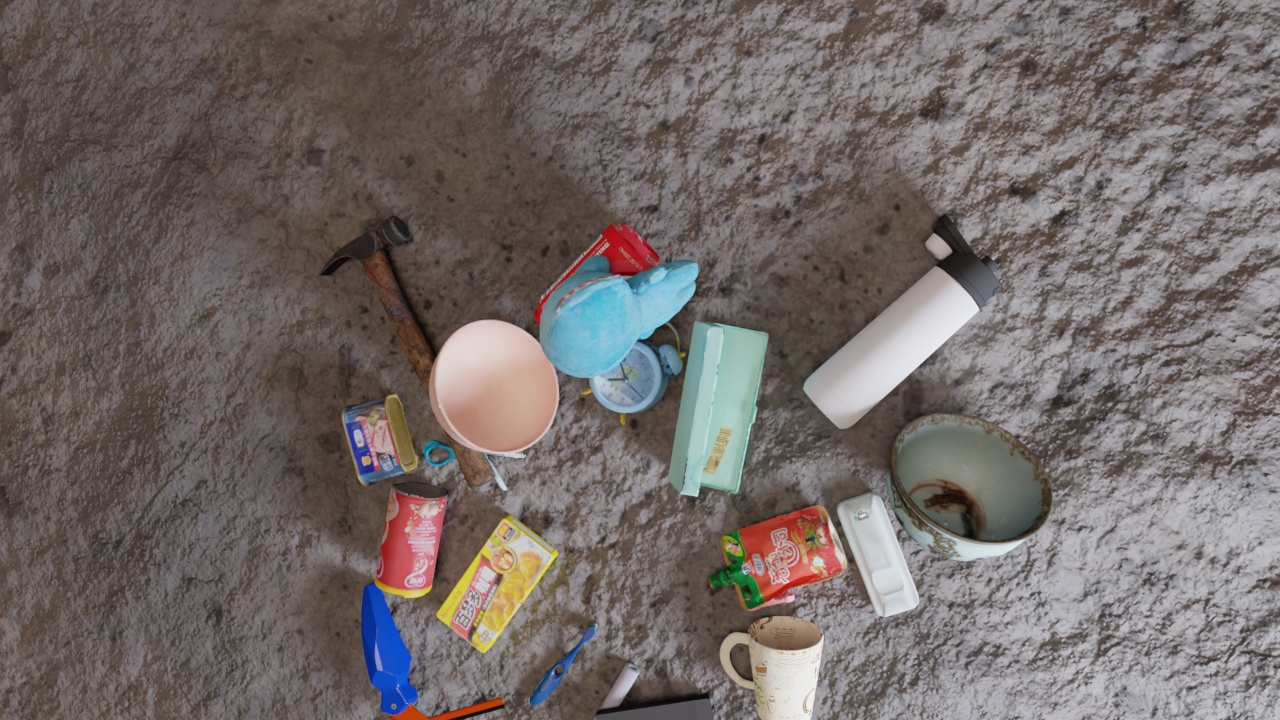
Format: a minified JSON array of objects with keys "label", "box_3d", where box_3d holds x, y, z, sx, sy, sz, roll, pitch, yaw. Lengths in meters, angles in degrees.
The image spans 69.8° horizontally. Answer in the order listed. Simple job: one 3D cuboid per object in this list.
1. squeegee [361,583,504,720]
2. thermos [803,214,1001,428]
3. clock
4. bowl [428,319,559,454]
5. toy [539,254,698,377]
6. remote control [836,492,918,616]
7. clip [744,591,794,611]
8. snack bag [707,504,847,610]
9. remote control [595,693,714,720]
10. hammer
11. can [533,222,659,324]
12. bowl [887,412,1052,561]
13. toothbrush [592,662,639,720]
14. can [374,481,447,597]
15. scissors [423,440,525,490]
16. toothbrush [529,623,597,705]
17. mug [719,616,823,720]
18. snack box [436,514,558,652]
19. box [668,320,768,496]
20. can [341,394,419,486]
[{"label":"squeegee","box_3d":[-0.305,0.362,1.110,0.250,0.055,0.184,-20,79,12]},{"label":"thermos","box_3d":[0.265,-0.038,0.963,0.230,0.068,0.101,-44,72,10]},{"label":"clock","box_3d":[-0.006,0.006,1.026,0.089,0.051,0.124,38,96,7]},{"label":"bowl","box_3d":[-0.174,0.037,1.033,0.076,0.152,0.153,-27,88,53]},{"label":"toy","box_3d":[-0.026,-0.060,0.931,0.180,0.184,0.115,-32,70,-17]},{"label":"remote control","box_3d":[0.259,0.212,1.000,0.050,0.022,0.133,-21,89,12]},{"label":"clip","box_3d":[0.143,0.259,1.028,0.060,0.023,0.043,0,90,10]},{"label":"snack bag","box_3d":[0.145,0.221,1.018,0.155,0.044,0.087,-24,70,16]},{"label":"remote control","box_3d":[0.019,0.422,1.057,0.133,0.013,0.058,-9,97,4]},{"label":"hammer","box_3d":[-0.264,0.002,1.082,0.120,0.033,0.330,-29,84,16]},{"label":"can","box_3d":[-0.048,-0.082,1.017,0.143,0.074,0.074,-45,85,11]},{"label":"bowl","box_3d":[0.321,0.142,0.936,0.160,0.159,0.094,20,138,10]},{"label":"toothbrush","box_3d":[-0.054,0.438,1.081,0.019,0.018,0.188,30,99,6]},{"label":"can","box_3d":[-0.271,0.210,1.086,0.067,0.066,0.124,12,96,10]},{"label":"scissors","box_3d":[-0.195,0.094,1.090,0.130,0.014,0.117,10,94,11]},{"label":"toothbrush","box_3d":[-0.091,0.360,1.087,0.021,0.016,0.132,39,103,7]},{"label":"mug","box_3d":[0.141,0.341,1.016,0.122,0.080,0.097,6,103,32]},{"label":"snack box","box_3d":[-0.171,0.265,1.090,0.075,0.025,0.152,36,100,7]},{"label":"box","box_3d":[0.093,0.055,1.011,0.091,0.077,0.188,8,95,-13]},{"label":"can","box_3d":[-0.309,0.094,1.094,0.059,0.054,0.100,-15,91,10]}]
